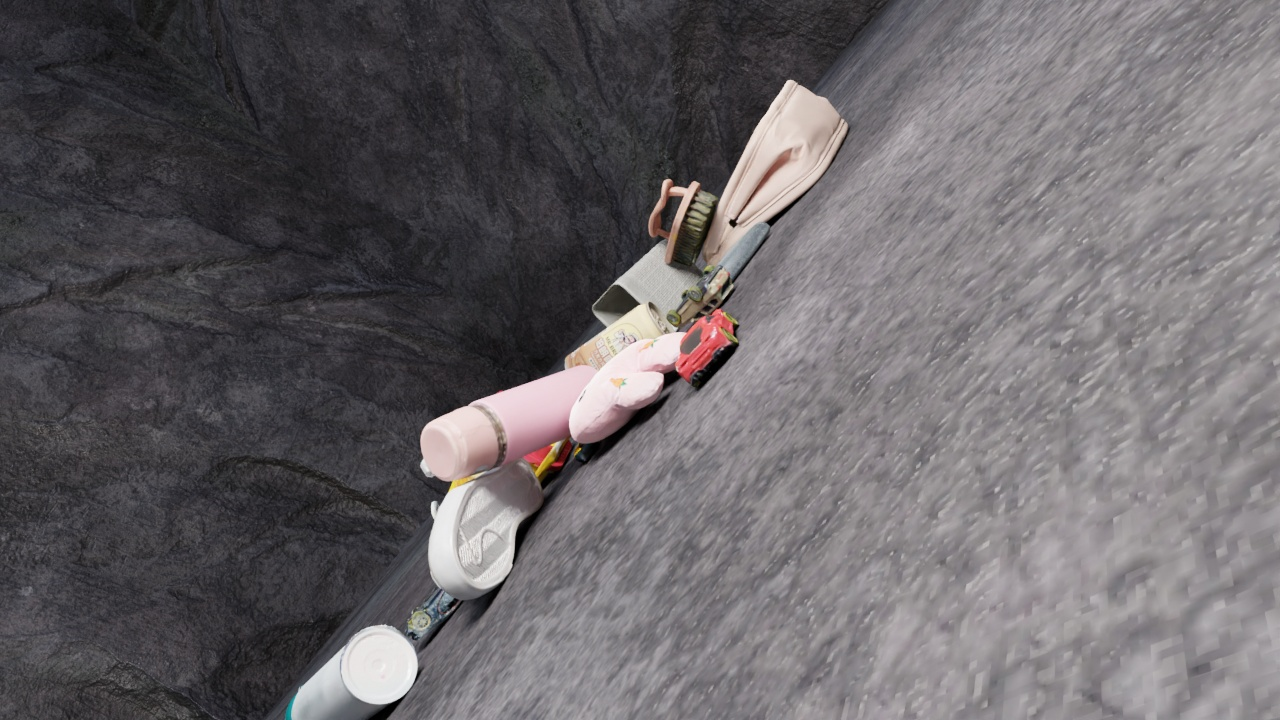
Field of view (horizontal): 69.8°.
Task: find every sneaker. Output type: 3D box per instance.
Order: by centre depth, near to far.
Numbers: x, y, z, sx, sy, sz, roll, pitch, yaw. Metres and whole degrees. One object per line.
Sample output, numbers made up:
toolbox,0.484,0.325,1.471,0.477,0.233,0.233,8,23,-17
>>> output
sneaker,-0.163,0.157,0.849,0.091,0.089,0.242,-27,6,10

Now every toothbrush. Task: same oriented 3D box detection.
toothbrush,-0.089,0.101,0.980,0.191,0.018,0.016,-54,2,5

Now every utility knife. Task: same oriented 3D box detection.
utility knife,-0.056,0.081,0.961,0.033,0.015,0.153,-47,5,3

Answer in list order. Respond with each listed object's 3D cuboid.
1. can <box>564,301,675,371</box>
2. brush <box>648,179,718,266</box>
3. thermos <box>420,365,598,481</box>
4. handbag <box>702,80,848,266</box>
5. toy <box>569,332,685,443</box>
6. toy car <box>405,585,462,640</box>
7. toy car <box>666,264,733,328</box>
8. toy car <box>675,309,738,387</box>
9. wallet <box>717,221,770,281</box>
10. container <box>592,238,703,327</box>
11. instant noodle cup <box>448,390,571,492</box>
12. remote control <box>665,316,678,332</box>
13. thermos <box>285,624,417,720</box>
can,-0.022,-0.010,0.993,0.116,0.058,0.058,-34,9,15
brush,0.048,-0.168,1.093,0.063,0.073,0.146,-62,-5,-15
thermos,-0.121,0.064,0.883,0.198,0.067,0.087,-22,-15,-47
handbag,0.143,-0.204,1.107,0.235,0.093,0.192,-55,1,37
toy,-0.010,0.021,0.836,0.121,0.054,0.160,-52,10,-30
toy car,-0.193,0.233,0.913,0.105,0.031,0.049,-52,7,-16
toy car,0.059,-0.061,0.931,0.042,0.035,0.091,-51,5,-35
toy car,0.050,-0.014,0.716,0.049,0.031,0.106,-46,4,15
wallet,0.091,-0.097,1.022,0.097,0.019,0.121,-52,5,-23
container,0.015,-0.086,1.182,0.114,0.090,0.090,-48,5,-33
instant noodle cup,-0.155,0.118,1.054,0.124,0.116,0.116,-60,2,13
remote control,-0.006,0.006,1.056,0.149,0.021,0.058,-52,6,-21
thermos,-0.278,0.316,0.858,0.225,0.073,0.073,-44,7,45
